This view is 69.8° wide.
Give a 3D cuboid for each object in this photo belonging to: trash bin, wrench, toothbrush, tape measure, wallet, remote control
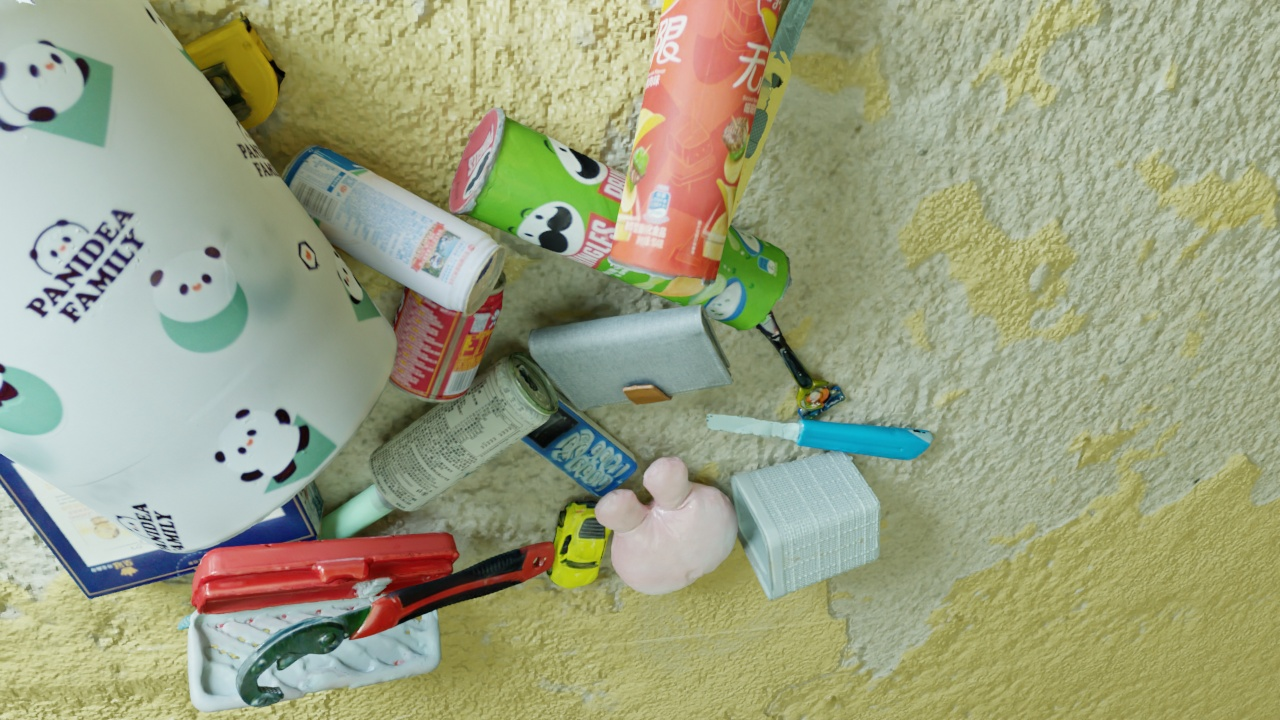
[{"bbox_3d":[-0.276,-0.047,0.476,0.230,0.229,0.252,-31,124,8],"label":"trash bin"},{"bbox_3d":[-0.183,0.199,0.736,0.272,0.016,0.056,-17,120,-35],"label":"wrench"},{"bbox_3d":[-0.294,0.166,0.761,0.225,0.026,0.027,-33,166,10],"label":"toothbrush"},{"bbox_3d":[-0.242,-0.163,0.537,0.060,0.029,0.057,-24,128,4],"label":"tape measure"},{"bbox_3d":[-0.004,0.004,0.681,0.130,0.037,0.106,-9,148,16],"label":"wallet"},{"bbox_3d":[-0.059,0.064,0.751,0.049,0.024,0.125,-40,121,14],"label":"remote control"}]

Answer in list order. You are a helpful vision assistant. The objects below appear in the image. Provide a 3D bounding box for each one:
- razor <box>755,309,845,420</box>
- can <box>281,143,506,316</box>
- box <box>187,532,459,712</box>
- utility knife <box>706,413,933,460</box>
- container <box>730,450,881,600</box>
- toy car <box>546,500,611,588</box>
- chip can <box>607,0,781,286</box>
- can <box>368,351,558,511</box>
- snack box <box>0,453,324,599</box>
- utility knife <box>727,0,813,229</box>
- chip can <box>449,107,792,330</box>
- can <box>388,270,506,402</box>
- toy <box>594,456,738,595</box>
[{"bbox_3d":[0.127,0.003,0.758,0.043,0.022,0.143,-33,126,8],"label":"razor"},{"bbox_3d":[-0.153,-0.080,0.568,0.134,0.053,0.053,28,118,3],"label":"can"},{"bbox_3d":[-0.245,0.206,0.730,0.201,0.100,0.110,2,147,-35],"label":"box"},{"bbox_3d":[0.158,0.064,0.803,0.234,0.018,0.034,8,128,-25],"label":"utility knife"},{"bbox_3d":[0.150,0.144,0.826,0.111,0.090,0.090,-15,128,-8],"label":"container"},{"bbox_3d":[-0.054,0.170,0.825,0.048,0.032,0.105,5,125,-18],"label":"toy car"},{"bbox_3d":[0.035,-0.156,0.545,0.073,0.073,0.217,9,102,-21],"label":"chip can"},{"bbox_3d":[-0.135,0.055,0.697,0.147,0.058,0.058,-35,126,16],"label":"can"},{"bbox_3d":[-0.352,0.080,0.672,0.178,0.045,0.183,-14,127,-6],"label":"snack box"},{"bbox_3d":[0.071,-0.154,0.598,0.031,0.021,0.201,19,91,-38],"label":"utility knife"},{"bbox_3d":[-0.008,-0.089,0.626,0.235,0.072,0.072,21,117,-27],"label":"chip can"},{"bbox_3d":[-0.137,-0.026,0.639,0.066,0.066,0.094,13,121,-23],"label":"can"},{"bbox_3d":[0.024,0.145,0.810,0.121,0.054,0.159,-32,132,-4],"label":"toy"}]
